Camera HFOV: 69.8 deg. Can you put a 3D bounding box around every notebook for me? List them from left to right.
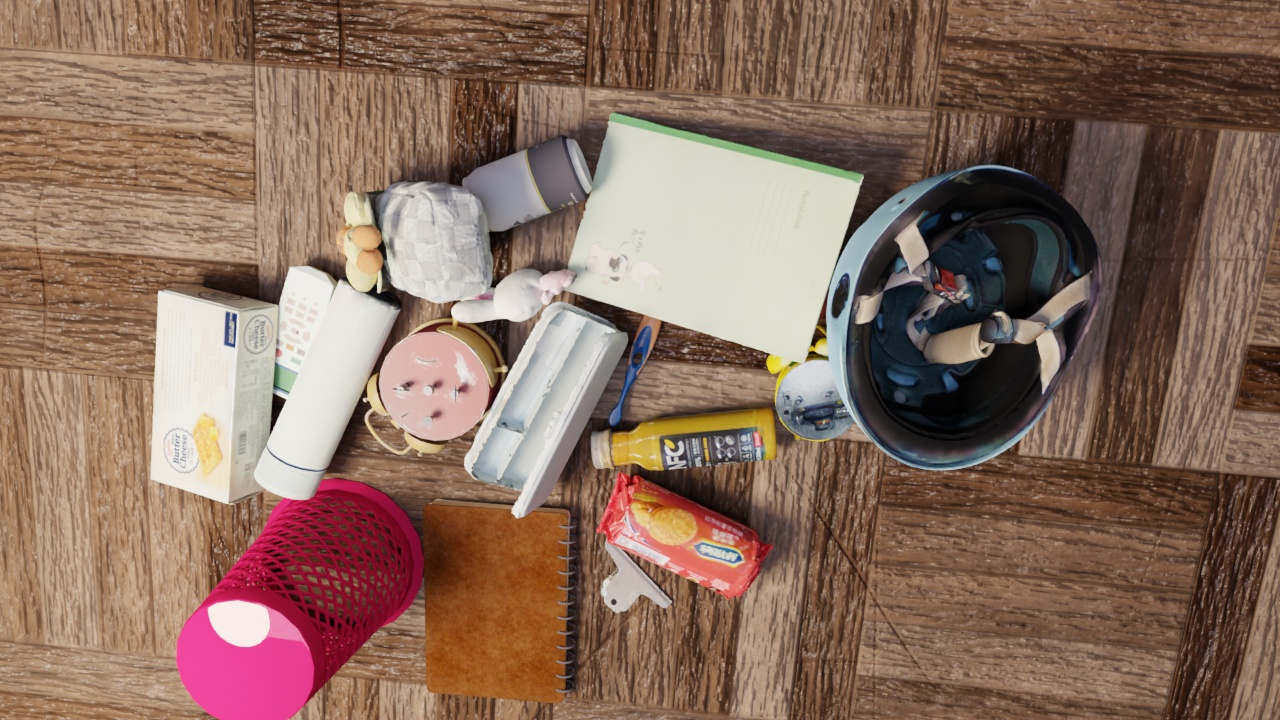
[{"bbox_3d":[-0.152,0.265,1.007,0.167,0.024,0.225,3,103,5],"label":"notebook"},{"bbox_3d":[0.062,-0.120,0.875,0.253,0.010,0.182,18,98,16],"label":"notebook"}]

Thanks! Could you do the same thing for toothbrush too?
[{"bbox_3d":[-0.006,0.005,0.944,0.021,0.017,0.135,20,101,-4],"label":"toothbrush"}]

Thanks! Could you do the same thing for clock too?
[{"bbox_3d":[-0.214,0.032,0.930,0.159,0.081,0.117,-42,96,11],"label":"clock"},{"bbox_3d":[0.172,0.022,0.912,0.083,0.057,0.119,-11,102,7],"label":"clock"}]

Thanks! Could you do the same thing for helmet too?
[{"bbox_3d":[0.273,-0.037,0.831,0.225,0.167,0.265,21,93,-10],"label":"helmet"}]

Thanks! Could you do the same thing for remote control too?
[{"bbox_3d":[-0.354,-0.030,0.955,0.049,0.024,0.143,24,108,3],"label":"remote control"}]

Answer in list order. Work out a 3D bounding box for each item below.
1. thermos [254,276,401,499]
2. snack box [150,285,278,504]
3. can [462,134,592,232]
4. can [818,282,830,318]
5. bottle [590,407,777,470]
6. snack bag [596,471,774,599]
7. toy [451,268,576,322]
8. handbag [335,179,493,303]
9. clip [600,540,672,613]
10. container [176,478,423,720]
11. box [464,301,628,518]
[{"bbox_3d":[-0.320,0.030,0.938,0.068,0.068,0.230,26,99,-2],"label":"thermos"},{"bbox_3d":[-0.441,0.034,0.948,0.104,0.057,0.208,13,104,17],"label":"snack box"},{"bbox_3d":[-0.114,-0.167,0.887,0.127,0.064,0.064,-19,100,8],"label":"can"},{"bbox_3d":[0.136,-0.062,0.898,0.096,0.054,0.054,-11,101,6],"label":"can"},{"bbox_3d":[0.044,0.083,0.936,0.186,0.053,0.053,-6,102,5],"label":"bottle"},{"bbox_3d":[0.043,0.184,0.951,0.176,0.082,0.082,25,103,-1],"label":"snack bag"},{"bbox_3d":[-0.122,-0.064,0.908,0.125,0.075,0.037,-13,120,6],"label":"toy"},{"bbox_3d":[-0.214,-0.110,0.851,0.123,0.172,0.112,-10,104,-33],"label":"handbag"},{"bbox_3d":[-0.018,0.245,0.991,0.054,0.038,0.101,-43,95,-1],"label":"clip"},{"bbox_3d":[-0.339,0.243,0.912,0.183,0.225,0.183,1,102,4],"label":"container"},{"bbox_3d":[-0.074,0.059,0.905,0.107,0.110,0.217,18,108,-37],"label":"box"}]
